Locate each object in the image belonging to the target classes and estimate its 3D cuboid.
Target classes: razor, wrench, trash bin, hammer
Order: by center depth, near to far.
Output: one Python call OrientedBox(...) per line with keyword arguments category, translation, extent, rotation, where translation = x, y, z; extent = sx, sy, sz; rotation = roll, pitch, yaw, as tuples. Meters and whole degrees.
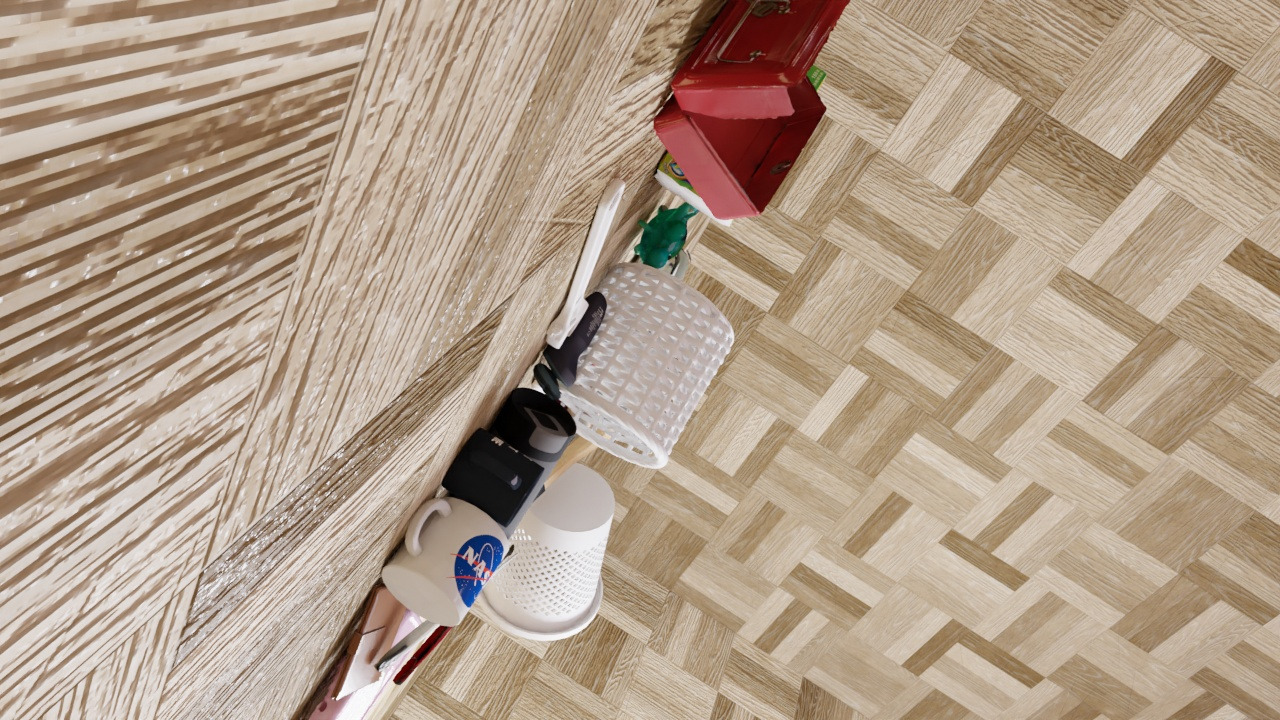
OrientedBox(category="wrench", translation=(-0.054, -0.089, 0.899), extent=(0.066, 0.018, 0.274), rotation=(-57, 178, -31))
OrientedBox(category="razor", translation=(-0.076, -0.021, 1.041), extent=(0.142, 0.052, 0.047), rotation=(-59, 139, -26))
OrientedBox(category="hammer", translation=(-0.124, 0.149, 1.204), extent=(0.327, 0.131, 0.039), rotation=(-36, 144, -30))
OrientedBox(category="trash bin", translation=(-0.126, 0.261, 1.319), extent=(0.194, 0.195, 0.200), rotation=(-56, 168, -53))

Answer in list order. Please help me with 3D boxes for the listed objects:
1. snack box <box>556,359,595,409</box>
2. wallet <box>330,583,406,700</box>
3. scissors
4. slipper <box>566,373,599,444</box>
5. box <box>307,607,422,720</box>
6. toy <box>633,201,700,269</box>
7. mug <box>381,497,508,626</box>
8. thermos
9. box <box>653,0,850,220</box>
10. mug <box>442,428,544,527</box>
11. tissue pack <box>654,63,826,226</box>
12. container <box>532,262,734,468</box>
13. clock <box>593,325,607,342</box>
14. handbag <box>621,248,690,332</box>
OrientedBox(category="snack box", translation=(-0.117, 0.047, 1.350), extent=(0.133, 0.036, 0.152), rotation=(-58, 179, 7))
OrientedBox(category="wallet", translation=(-0.271, 0.281, 0.940), extent=(0.121, 0.013, 0.087), rotation=(-68, 165, 1))
OrientedBox(category="scissors", translation=(-0.214, 0.284, 1.005), extent=(0.179, 0.015, 0.185), rotation=(-13, 137, -59))
OrientedBox(category="slipper", translation=(-0.084, 0.081, 1.410), extent=(0.115, 0.052, 0.262), rotation=(-57, 180, 28))
OrientedBox(category="box", translation=(-0.317, 0.370, 1.023), extent=(0.201, 0.066, 0.154), rotation=(-56, 178, -30))
OrientedBox(category="toy", translation=(0.025, -0.161, 1.187), extent=(0.131, 0.072, 0.193), rotation=(-56, -172, 9))
OrientedBox(category="mug", translation=(-0.196, 0.188, 0.902), extent=(0.089, 0.091, 0.121), rotation=(-56, 143, -40))
OrientedBox(category="thermos", translation=(-0.164, 0.151, 1.025), extent=(0.241, 0.082, 0.082), rotation=(-58, 179, 16))
OrientedBox(category="box", translation=(0.115, -0.225, 0.802), extent=(0.156, 0.157, 0.170), rotation=(-57, 143, -23))
OrientedBox(category="mug", translation=(-0.146, 0.114, 0.915), extent=(0.071, 0.077, 0.105), rotation=(-57, 179, -19))
OrientedBox(category="tissue pack", translation=(0.109, -0.257, 0.991), extent=(0.197, 0.120, 0.141), rotation=(-63, 180, 2))
OrientedBox(category="container", translation=(-0.007, 0.007, 1.143), extent=(0.186, 0.189, 0.190), rotation=(-58, 179, -17))
OrientedBox(category="clock", translation=(-0.054, -0.052, 1.298), extent=(0.099, 0.043, 0.130), rotation=(-57, -174, -16))
OrientedBox(category="handbag", translation=(0.019, -0.123, 1.446), extent=(0.175, 0.074, 0.151), rotation=(-79, -166, -69))
